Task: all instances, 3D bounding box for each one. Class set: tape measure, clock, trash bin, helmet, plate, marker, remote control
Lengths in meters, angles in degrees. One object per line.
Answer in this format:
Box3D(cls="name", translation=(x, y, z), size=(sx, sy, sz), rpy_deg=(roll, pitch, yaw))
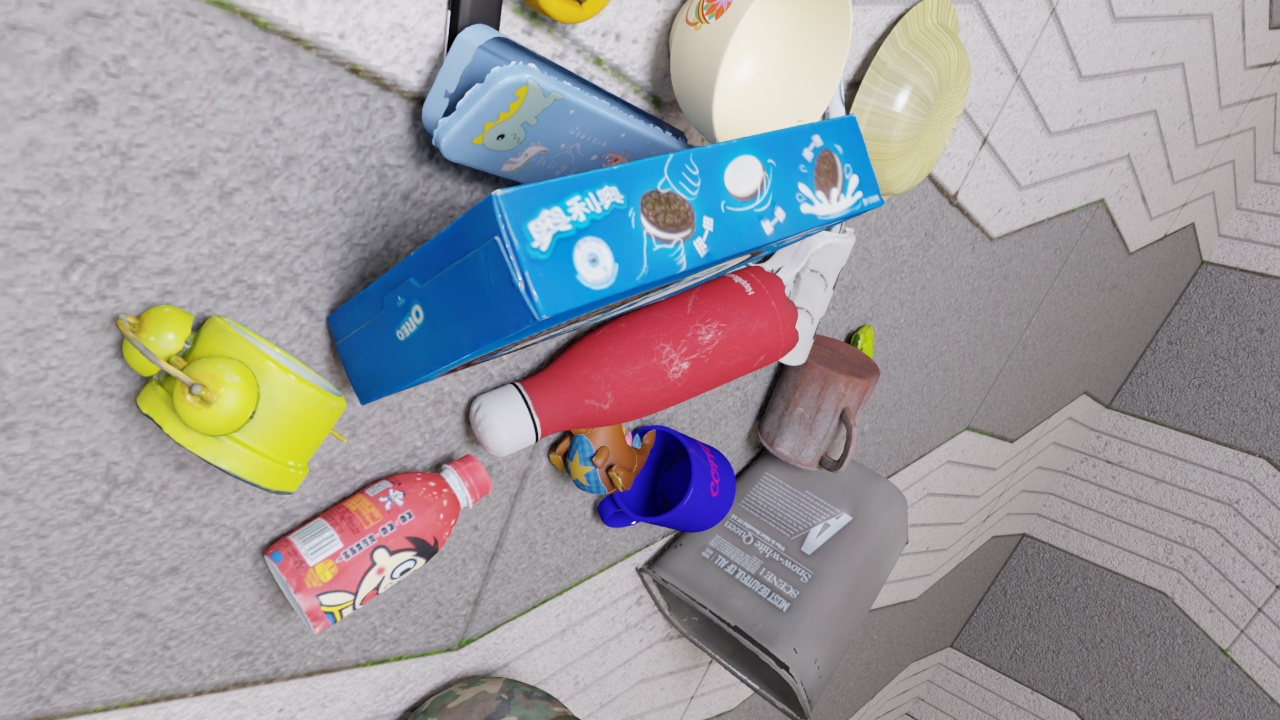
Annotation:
Box3D(cls="tape measure", translation=(-0.036, -0.199, 0.455), size=(0.068, 0.030, 0.059), rpy_deg=(1, 119, -51))
Box3D(cls="clock", translation=(-0.190, 0.017, 0.422), size=(0.057, 0.083, 0.119), rpy_deg=(-55, 151, -7))
Box3D(cls="trash bin", translation=(0.152, 0.213, 0.950), size=(0.219, 0.197, 0.198), rpy_deg=(-48, 146, -18))
Box3D(cls="helmet", translation=(-0.113, 0.372, 0.710), size=(0.223, 0.236, 0.193), rpy_deg=(-47, 144, -28))
Box3D(cls="plate", translation=(0.231, -0.201, 0.762), size=(0.183, 0.036, 0.185), rpy_deg=(-37, 144, -33))
Box3D(cls="marker", translation=(0.145, -0.202, 0.691), size=(0.017, 0.017, 0.146), rpy_deg=(-43, 147, -15))
Box3D(cls="remote control", translation=(-0.077, -0.180, 0.439), size=(0.028, 0.012, 0.124), rpy_deg=(-19, 135, -41))

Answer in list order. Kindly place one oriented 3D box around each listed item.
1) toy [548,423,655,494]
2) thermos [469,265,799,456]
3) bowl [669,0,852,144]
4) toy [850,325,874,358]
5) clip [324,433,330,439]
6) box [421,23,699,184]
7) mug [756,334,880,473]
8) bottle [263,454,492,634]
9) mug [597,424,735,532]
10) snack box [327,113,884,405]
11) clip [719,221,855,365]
Box3D(cls="toy", translation=(-0.020, 0.052, 0.701), size=(0.102, 0.071, 0.090), rpy_deg=(-26, 121, -48))
Box3D(cls="thermos", translation=(-0.004, 0.004, 0.636), size=(0.239, 0.073, 0.073), rpy_deg=(-22, 138, -20))
Box3D(cls="bowl", translation=(0.059, -0.184, 0.546), size=(0.117, 0.074, 0.118), rpy_deg=(-32, 142, -29))
Box3D(cls="toy", translation=(0.219, 0.011, 0.971), size=(0.093, 0.036, 0.094), rpy_deg=(-36, 142, -34))
Box3D(cls="clip", translation=(-0.197, 0.044, 0.494), size=(0.061, 0.026, 0.049), rpy_deg=(4, 119, -51))
Box3D(cls="box", translation=(-0.029, -0.116, 0.510), size=(0.209, 0.052, 0.067), rpy_deg=(5, 120, -58))
Box3D(cls="mug", translation=(0.176, 0.048, 0.875), size=(0.096, 0.123, 0.110), rpy_deg=(0, 120, -22))
Box3D(cls="bottle", translation=(-0.156, 0.105, 0.570), size=(0.137, 0.062, 0.062), rpy_deg=(-32, 142, -28))
Box3D(cls="mug", translation=(0.016, 0.110, 0.783), size=(0.111, 0.079, 0.083), rpy_deg=(-33, 152, 17))
Box3D(cls="snack box", translation=(-0.018, -0.053, 0.486), size=(0.238, 0.196, 0.056), rpy_deg=(-21, 91, -38))
Box3D(cls="clip", translation=(0.127, -0.053, 0.764), size=(0.150, 0.089, 0.126), rpy_deg=(-23, 136, -53))
